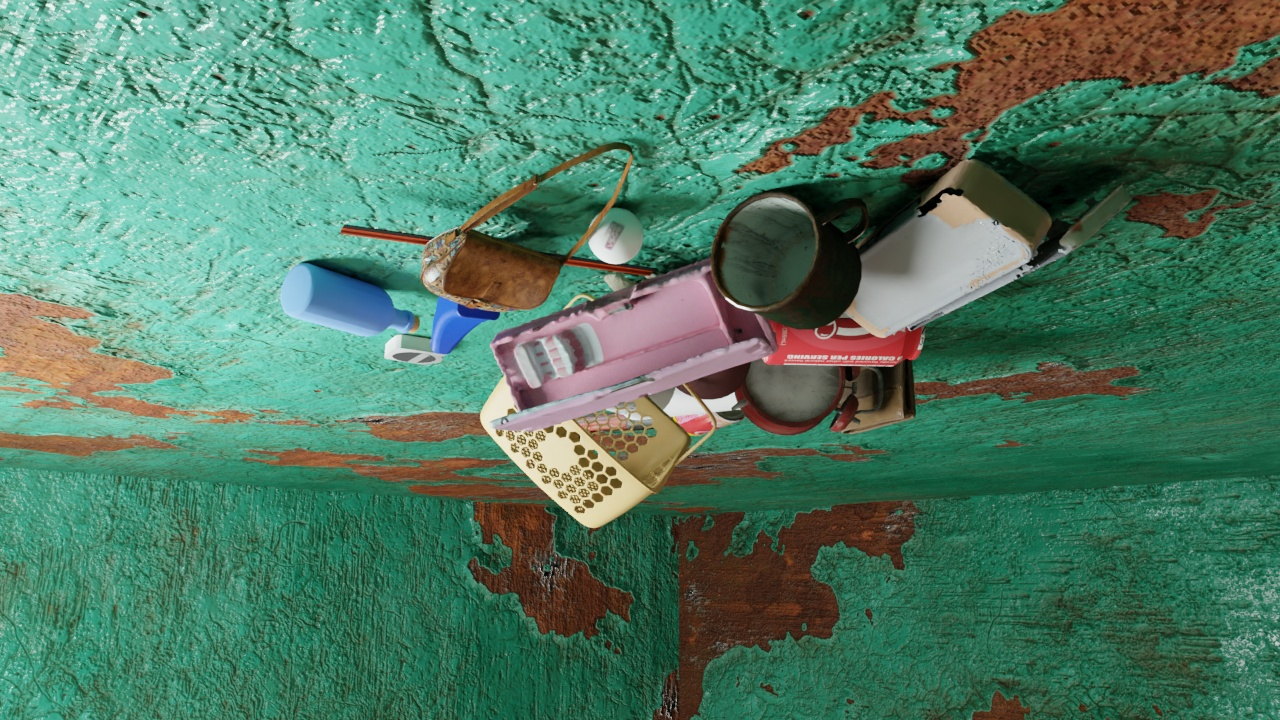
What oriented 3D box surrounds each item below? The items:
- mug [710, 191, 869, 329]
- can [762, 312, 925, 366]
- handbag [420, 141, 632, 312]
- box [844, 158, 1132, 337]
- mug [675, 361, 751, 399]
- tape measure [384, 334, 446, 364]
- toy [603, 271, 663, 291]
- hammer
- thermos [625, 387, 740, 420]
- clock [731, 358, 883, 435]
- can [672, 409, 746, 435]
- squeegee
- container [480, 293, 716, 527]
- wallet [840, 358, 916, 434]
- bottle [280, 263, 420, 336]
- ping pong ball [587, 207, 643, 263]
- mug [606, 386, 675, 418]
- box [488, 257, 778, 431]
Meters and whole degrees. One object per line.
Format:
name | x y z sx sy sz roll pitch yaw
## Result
mug | 0.117 -0.075 0.651 0.111 0.085 0.081 -34 152 26
can | 0.173 -0.033 0.818 0.142 0.074 0.074 1 166 -2
handbag | -0.069 -0.085 0.627 0.093 0.043 0.196 15 147 -40
box | 0.235 -0.086 0.680 0.115 0.095 0.217 33 162 -4
mug | 0.056 -0.027 0.871 0.114 0.086 0.089 26 150 9
tape measure | -0.253 -0.011 1.039 0.064 0.016 0.065 9 164 -32
toy | 0.014 -0.044 0.816 0.087 0.050 0.112 -12 132 32
hammer | -0.022 0.095 1.297 0.326 0.140 0.036 -5 168 -13
thermos | 0.093 0.038 1.102 0.230 0.068 0.101 -7 140 24
clock | 0.176 0.025 0.970 0.157 0.109 0.062 6 165 1
can | 0.094 0.058 1.211 0.066 0.066 0.125 5 165 -19
squeegee | -0.140 -0.056 0.769 0.249 0.055 0.185 5 150 -29
container | -0.039 0.046 0.885 0.167 0.183 0.129 -44 -178 26
wallet | 0.256 0.025 1.003 0.027 0.098 0.121 7 165 -19
bottle | -0.253 -0.047 0.826 0.048 0.048 0.131 -9 164 34
ping pong ball | -0.018 -0.090 0.661 0.040 0.040 0.040 0 166 0
mug | -0.006 0.006 1.000 0.120 0.083 0.096 -36 152 20
box | -0.011 0.000 0.740 0.233 0.099 0.106 -17 -161 14
